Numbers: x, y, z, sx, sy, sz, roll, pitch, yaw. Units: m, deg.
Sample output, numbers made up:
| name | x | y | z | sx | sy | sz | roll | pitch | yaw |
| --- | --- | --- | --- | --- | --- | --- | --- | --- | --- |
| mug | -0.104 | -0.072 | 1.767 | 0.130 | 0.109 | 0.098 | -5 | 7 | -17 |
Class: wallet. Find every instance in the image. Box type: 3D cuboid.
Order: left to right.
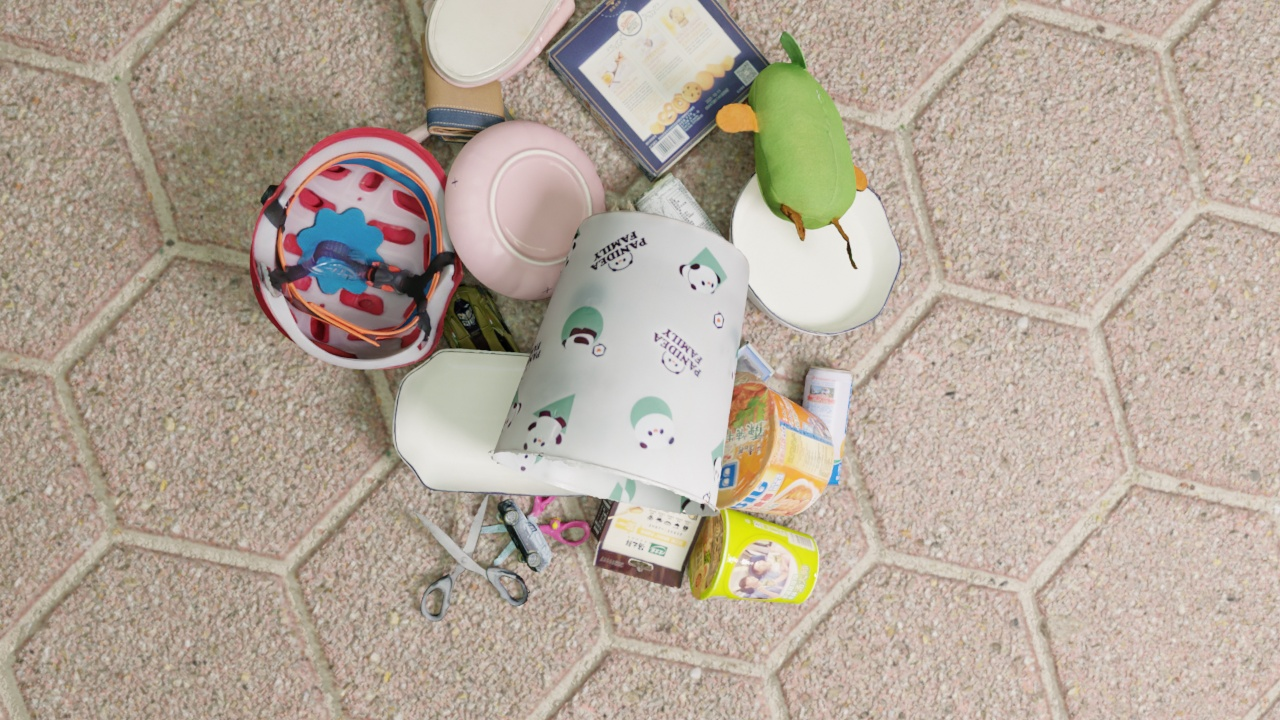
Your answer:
| name | x | y | z | sx | sy | sz | roll | pitch | yaw |
| --- | --- | --- | --- | --- | --- | --- | --- | --- | --- |
| wallet | -0.191 | -0.292 | 0.988 | 0.090 | 0.033 | 0.115 | -1 | 78 | -30 |

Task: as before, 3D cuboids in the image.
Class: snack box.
| name | x | y | z | sx | sy | sz | roll | pitch | yaw |
| --- | --- | --- | --- | --- | --- | --- | --- | --- | --- |
| snack box | 0.012 | 0.178 | 1.035 | 0.113 | 0.053 | 0.126 | 20 | 95 | -19 |
| snack box | 0.022 | -0.327 | 1.019 | 0.178 | 0.046 | 0.182 | -42 | 96 | -1 |

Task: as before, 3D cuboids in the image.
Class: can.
| name | x | y | z | sx | sy | sz | roll | pitch | yaw |
| --- | --- | --- | --- | --- | --- | --- | --- | --- | --- |
| can | 0.058 | -0.136 | 1.028 | 0.058 | 0.058 | 0.146 | -39 | 96 | -1 |
| can | 0.210 | 0.075 | 1.055 | 0.053 | 0.053 | 0.134 | 7 | 93 | -5 |

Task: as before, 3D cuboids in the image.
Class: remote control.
| name | x | y | z | sx | sy | sz | roll | pitch | yaw |
| --- | --- | --- | --- | --- | --- | --- | --- | --- | --- |
| remote control | 0.094 | 0.036 | 1.059 | 0.125 | 0.024 | 0.049 | -41 | 96 | 0 |

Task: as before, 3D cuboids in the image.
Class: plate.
| name | x | y | z | sx | sy | sz | roll | pitch | yaw |
| --- | --- | --- | --- | --- | --- | --- | --- | --- | --- |
| plate | -0.137 | 0.068 | 1.014 | 0.265 | 0.034 | 0.162 | 4 | 101 | -16 |
| plate | -0.112 | -0.161 | 0.979 | 0.192 | 0.039 | 0.192 | -2 | 94 | -33 |
| plate | 0.188 | -0.122 | 1.015 | 0.204 | 0.046 | 0.204 | 5 | 73 | -17 |

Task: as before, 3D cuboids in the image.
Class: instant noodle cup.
| name | x | y | z | sx | sy | sz | roll | pitch | yaw |
| --- | --- | --- | --- | --- | --- | --- | --- | --- | --- |
| instant noodle cup | 0.131 | 0.226 | 1.038 | 0.123 | 0.112 | 0.111 | 15 | 92 | -13 |
| instant noodle cup | 0.130 | 0.099 | 1.000 | 0.111 | 0.151 | 0.151 | 22 | 92 | -35 |

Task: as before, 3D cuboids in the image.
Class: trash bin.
| name | x | y | z | sx | sy | sz | roll | pitch | yaw |
| --- | --- | --- | --- | --- | --- | --- | --- | --- | --- |
| trash bin | -0.005 | 0.005 | 0.909 | 0.229 | 0.230 | 0.251 | 16 | 76 | -5 |

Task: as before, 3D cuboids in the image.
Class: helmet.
| name | x | y | z | sx | sy | sz | roll | pitch | yaw |
| --- | --- | --- | --- | --- | --- | --- | --- | --- | --- |
| helmet | -0.302 | -0.113 | 0.957 | 0.206 | 0.144 | 0.240 | 18 | 82 | -34 |

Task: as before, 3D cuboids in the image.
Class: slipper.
| name | x | y | z | sx | sy | sz | roll | pitch | yaw |
| --- | --- | --- | --- | --- | --- | --- | --- | --- | --- |
| slipper | -0.128 | -0.401 | 0.994 | 0.114 | 0.054 | 0.274 | 41 | 77 | -11 |

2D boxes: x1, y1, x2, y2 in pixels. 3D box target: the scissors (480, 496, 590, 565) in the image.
| name | x | y | z | sx | sy | sz | roll | pitch | yaw |
| --- | --- | --- | --- | --- | --- | --- | --- | --- | --- |
| scissors | -0.126 | 0.182 | 1.058 | 0.133 | 0.017 | 0.118 | -4 | 96 | 0 |

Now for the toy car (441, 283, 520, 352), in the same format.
| name | x | y | z | sx | sy | sz | roll | pitch | yaw |
| --- | --- | --- | --- | --- | --- | --- | --- | --- | --- |
| toy car | -0.172 | -0.011 | 1.029 | 0.070 | 0.042 | 0.158 | -30 | 98 | -1 |

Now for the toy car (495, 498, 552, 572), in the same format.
| name | x | y | z | sx | sy | sz | roll | pitch | yaw |
| --- | --- | --- | --- | --- | --- | --- | --- | --- | --- |
| toy car | -0.131 | 0.196 | 1.032 | 0.034 | 0.043 | 0.090 | -31 | 97 | -21 |

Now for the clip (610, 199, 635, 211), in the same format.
| name | x | y | z | sx | sy | sz | roll | pitch | yaw |
| --- | --- | --- | --- | --- | --- | --- | --- | --- | --- |
| clip | -0.019 | -0.128 | 1.025 | 0.070 | 0.034 | 0.100 | -5 | 120 | -4 |

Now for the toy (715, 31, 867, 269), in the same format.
| name | x | y | z | sx | sy | sz | roll | pitch | yaw |
| --- | --- | --- | --- | --- | --- | --- | --- | --- | --- |
| toy | 0.168 | -0.213 | 0.959 | 0.226 | 0.090 | 0.246 | 15 | 60 | -40 |

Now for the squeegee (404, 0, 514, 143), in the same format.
| name | x | y | z | sx | sy | sz | roll | pitch | yaw |
| --- | --- | --- | --- | --- | --- | --- | --- | --- | --- |
| squeegee | -0.262 | -0.232 | 1.008 | 0.249 | 0.040 | 0.247 | -33 | 96 | -1 |

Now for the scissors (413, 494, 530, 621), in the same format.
| name | x | y | z | sx | sy | sz | roll | pitch | yaw |
| --- | --- | --- | --- | --- | --- | --- | --- | --- | --- |
| scissors | -0.192 | 0.226 | 1.033 | 0.159 | 0.014 | 0.179 | 19 | 110 | -15 |
